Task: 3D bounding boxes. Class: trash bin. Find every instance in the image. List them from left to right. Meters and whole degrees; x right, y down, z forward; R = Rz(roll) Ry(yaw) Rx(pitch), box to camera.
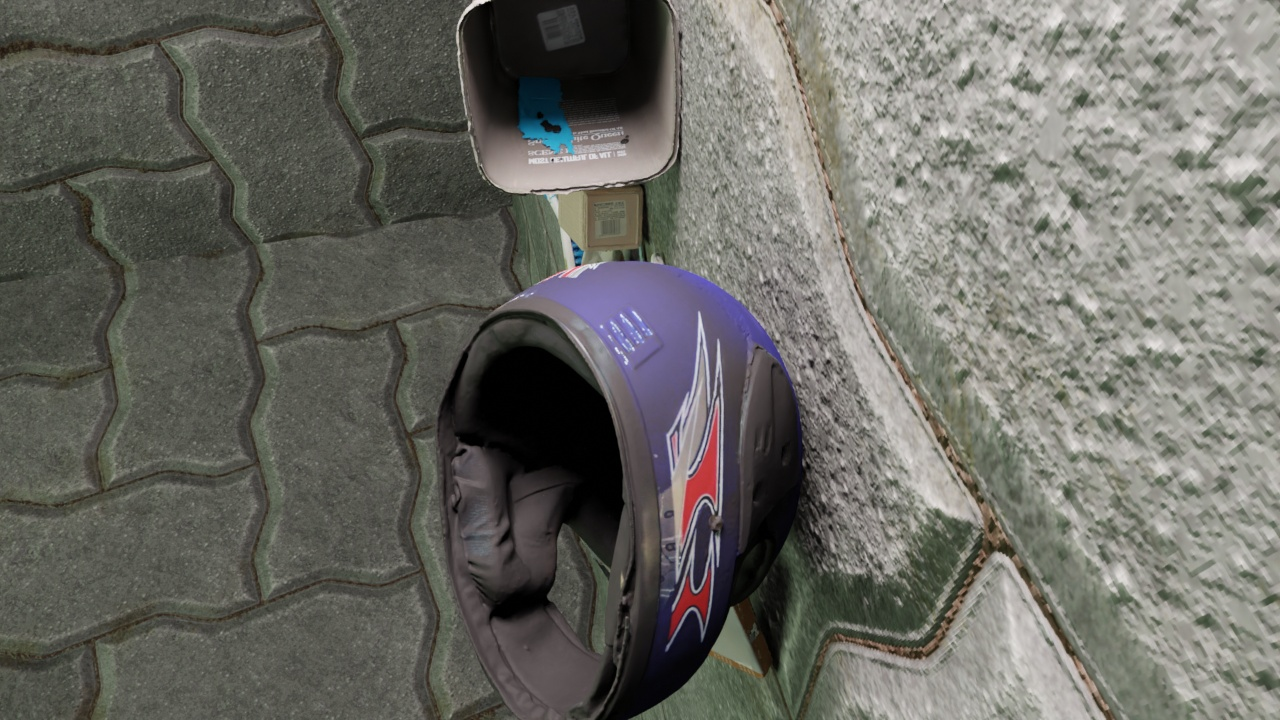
[{"bbox_3d":[-0.074,-0.305,0.915,0.219,0.199,0.199,-101,7,-49],"label":"trash bin"}]

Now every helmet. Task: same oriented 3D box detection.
[{"bbox_3d":[0.001,0.086,0.677,0.248,0.239,0.315,-5,89,43],"label":"helmet"}]

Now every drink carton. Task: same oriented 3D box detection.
[{"bbox_3d":[-0.045,-0.124,1.248,0.122,0.045,0.053,67,-147,-73],"label":"drink carton"}]

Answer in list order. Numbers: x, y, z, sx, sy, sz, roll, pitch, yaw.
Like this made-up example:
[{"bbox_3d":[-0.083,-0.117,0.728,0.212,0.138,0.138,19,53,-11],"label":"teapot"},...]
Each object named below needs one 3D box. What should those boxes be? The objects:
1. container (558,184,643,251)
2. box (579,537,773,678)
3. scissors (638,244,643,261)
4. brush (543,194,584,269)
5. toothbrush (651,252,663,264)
[{"bbox_3d":[-0.048,-0.190,1.141,0.111,0.090,0.090,-123,32,-60],"label":"container"},{"bbox_3d":[0.048,0.172,0.914,0.218,0.157,0.181,15,146,32],"label":"box"},{"bbox_3d":[0.004,-0.103,1.173,0.072,0.017,0.137,76,-172,-85],"label":"scissors"},{"bbox_3d":[-0.108,-0.220,1.411,0.060,0.109,0.314,-134,35,-78],"label":"brush"},{"bbox_3d":[0.036,-0.037,1.045,0.016,0.016,0.180,150,109,-72],"label":"toothbrush"}]
